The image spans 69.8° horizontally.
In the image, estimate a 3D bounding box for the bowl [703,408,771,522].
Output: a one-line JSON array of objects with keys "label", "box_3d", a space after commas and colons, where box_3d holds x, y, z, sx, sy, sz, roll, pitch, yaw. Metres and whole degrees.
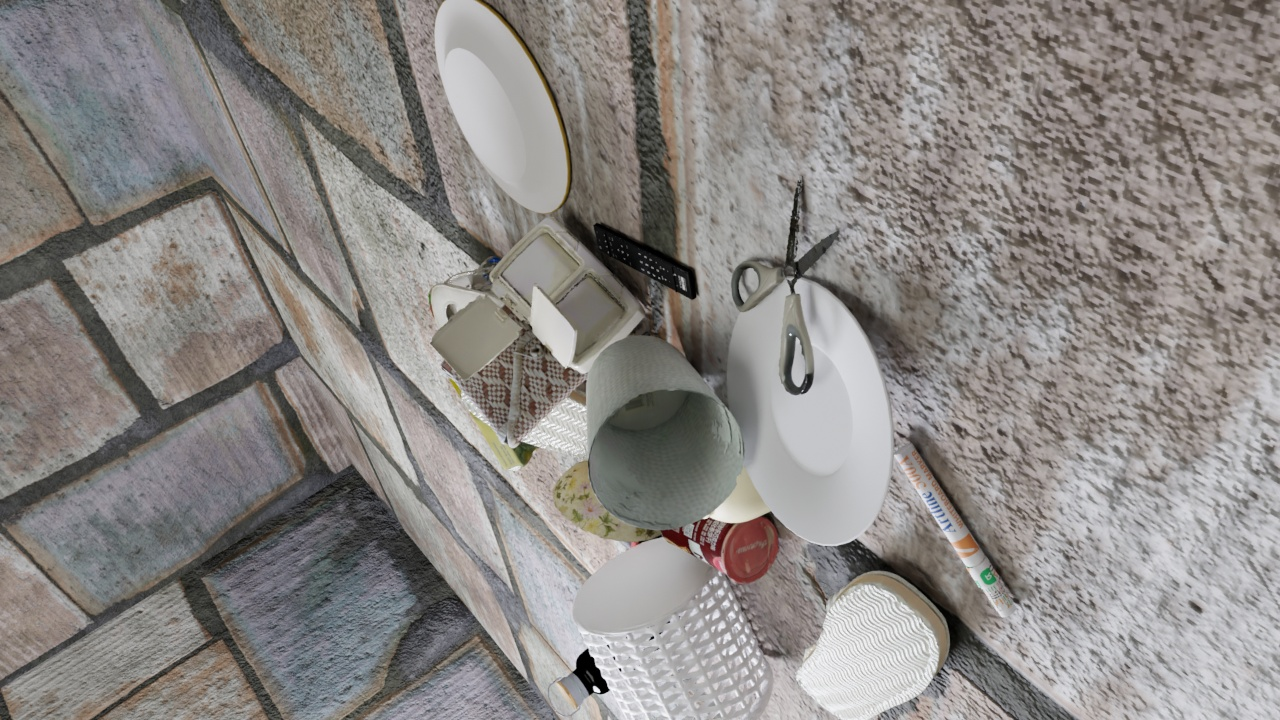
[{"label": "bowl", "box_3d": [0.076, 0.114, 0.894, 0.118, 0.073, 0.118, 43, 152, 28]}]

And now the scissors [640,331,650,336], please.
[{"label": "scissors", "box_3d": [-0.008, 0.001, 0.982, 0.136, 0.019, 0.139, 26, 143, 53]}]

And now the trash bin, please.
[{"label": "trash bin", "box_3d": [0.010, 0.054, 0.832, 0.161, 0.133, 0.133, -111, -1, -66]}]

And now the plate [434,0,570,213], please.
[{"label": "plate", "box_3d": [-0.148, -0.250, 0.927, 0.230, 0.021, 0.230, 42, 152, 28]}]

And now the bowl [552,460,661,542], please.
[{"label": "bowl", "box_3d": [-0.027, 0.146, 1.087, 0.145, 0.145, 0.063, 35, 119, 39]}]

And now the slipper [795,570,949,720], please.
[{"label": "slipper", "box_3d": [0.213, 0.271, 0.859, 0.114, 0.053, 0.273, 41, 147, 23]}]

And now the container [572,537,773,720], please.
[{"label": "container", "box_3d": [0.039, 0.339, 1.104, 0.190, 0.189, 0.187, 5, 124, 60]}]

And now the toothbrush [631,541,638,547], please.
[{"label": "toothbrush", "box_3d": [-0.003, 0.257, 1.194, 0.018, 0.012, 0.213, 14, 129, 14]}]

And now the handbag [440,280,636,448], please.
[{"label": "handbag", "box_3d": [-0.107, -0.013, 0.954, 0.124, 0.186, 0.047, 47, 180, 21]}]

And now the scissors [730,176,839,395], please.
[{"label": "scissors", "box_3d": [0.106, -0.052, 0.678, 0.158, 0.012, 0.171, -161, 61, -65]}]

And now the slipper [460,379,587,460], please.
[{"label": "slipper", "box_3d": [-0.072, 0.066, 1.032, 0.263, 0.052, 0.115, 21, 135, 2]}]

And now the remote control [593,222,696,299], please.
[{"label": "remote control", "box_3d": [0.002, -0.094, 0.854, 0.140, 0.009, 0.030, 33, 147, 42]}]

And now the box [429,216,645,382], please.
[{"label": "box", "box_3d": [-0.110, -0.043, 0.884, 0.143, 0.184, 0.099, 44, 180, 16]}]

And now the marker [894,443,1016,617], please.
[{"label": "marker", "box_3d": [0.235, 0.127, 0.684, 0.145, 0.017, 0.017, 57, 156, -1]}]

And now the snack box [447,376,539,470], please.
[{"label": "snack box", "box_3d": [-0.188, 0.051, 1.261, 0.045, 0.121, 0.181, -20, 107, 27]}]

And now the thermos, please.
[{"label": "thermos", "box_3d": [-0.025, 0.389, 1.229, 0.061, 0.230, 0.061, 43, 153, 28]}]

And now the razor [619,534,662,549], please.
[{"label": "razor", "box_3d": [-0.009, 0.218, 1.219, 0.140, 0.063, 0.053, 47, 113, 0]}]

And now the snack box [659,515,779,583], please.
[{"label": "snack box", "box_3d": [0.080, 0.183, 0.974, 0.121, 0.072, 0.072, 15, 133, 56]}]

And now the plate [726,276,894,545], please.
[{"label": "plate", "box_3d": [0.128, 0.038, 0.710, 0.209, 0.015, 0.209, 33, 128, 57]}]

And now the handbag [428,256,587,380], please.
[{"label": "handbag", "box_3d": [-0.161, -0.032, 1.110, 0.200, 0.092, 0.201, 14, 135, 32]}]
